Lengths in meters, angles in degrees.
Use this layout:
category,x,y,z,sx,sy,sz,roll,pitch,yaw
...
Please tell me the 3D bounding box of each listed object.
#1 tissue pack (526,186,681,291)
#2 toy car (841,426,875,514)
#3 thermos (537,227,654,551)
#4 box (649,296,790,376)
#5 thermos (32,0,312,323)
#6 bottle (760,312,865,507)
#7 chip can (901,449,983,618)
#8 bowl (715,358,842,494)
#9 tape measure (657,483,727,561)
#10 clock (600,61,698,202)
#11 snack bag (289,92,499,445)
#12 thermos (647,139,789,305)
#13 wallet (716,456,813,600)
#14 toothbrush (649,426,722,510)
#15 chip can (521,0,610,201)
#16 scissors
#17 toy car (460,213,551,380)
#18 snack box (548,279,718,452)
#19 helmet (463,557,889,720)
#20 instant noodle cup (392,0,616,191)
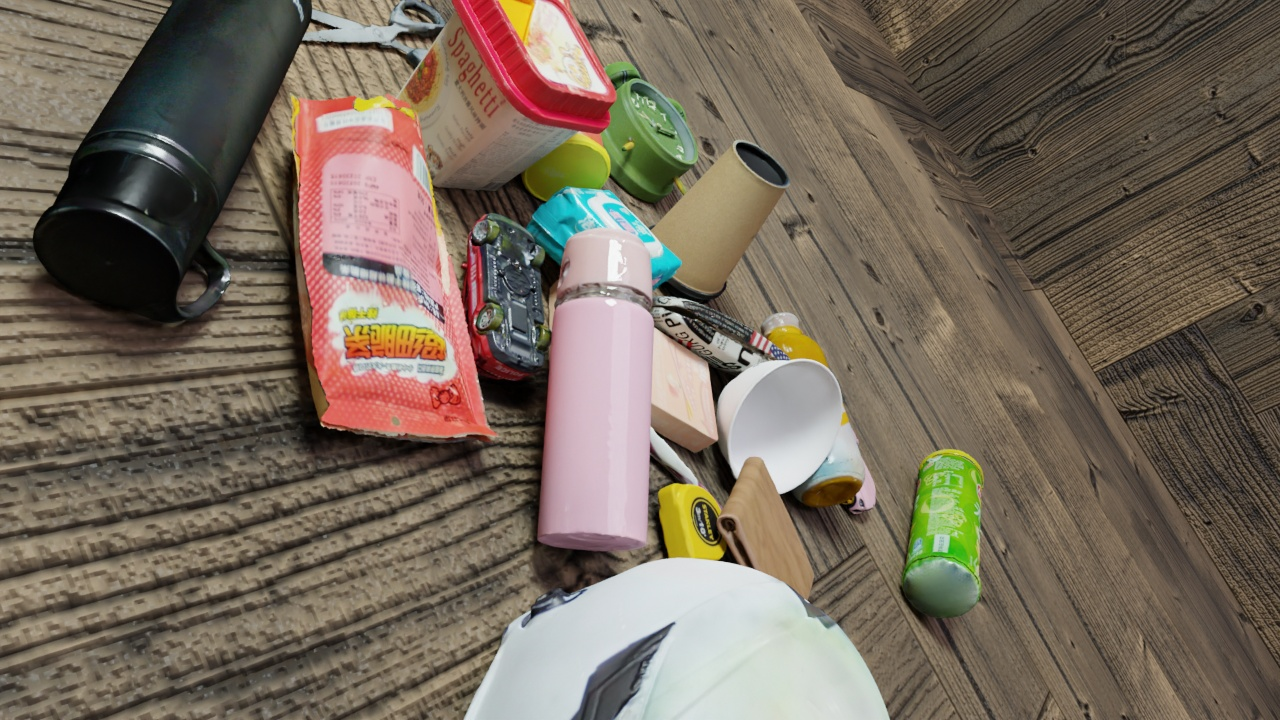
category,x,y,z,sx,sy,sz,roll,pitch,yaw
tissue pack,-0.024,-0.090,0.713,0.093,0.050,0.133,45,17,4
toy car,0.195,0.090,0.895,0.056,0.037,0.122,-18,77,-57
thermos,-0.029,0.018,0.580,0.067,0.087,0.198,10,67,-22
box,0.064,-0.013,0.786,0.164,0.051,0.068,24,2,-36
thermos,-0.231,-0.124,0.485,0.090,0.068,0.242,72,13,-48
bottle,0.151,0.040,0.848,0.068,0.068,0.189,24,42,-41
chip can,0.315,0.174,0.947,0.072,0.073,0.220,52,31,-7
bowl,0.103,0.045,0.764,0.118,0.118,0.065,30,1,-36
tape measure,0.035,0.118,0.648,0.057,0.029,0.060,16,55,-49
clock,0.002,-0.231,0.909,0.116,0.056,0.161,30,39,-38
snack bag,-0.147,-0.052,0.528,0.128,0.073,0.207,21,49,-55
thermos,0.067,-0.123,0.826,0.093,0.144,0.092,26,36,-21
wallet,0.097,0.141,0.686,0.115,0.020,0.101,62,25,-10
toothbrush,0.043,0.103,0.690,0.187,0.016,0.017,48,41,-14
chip can,-0.079,-0.235,0.787,0.073,0.073,0.216,23,42,-43
scissors,-0.191,-0.242,0.691,0.163,0.014,0.164,37,36,-27
toy car,-0.093,-0.042,0.606,0.053,0.045,0.120,27,47,-41
snack box,-0.004,0.004,0.705,0.157,0.026,0.084,32,38,-34
helmet,0.041,0.203,0.461,0.258,0.146,0.229,0,60,-54
instant noodle cup,-0.102,-0.188,0.655,0.116,0.124,0.116,-12,70,-58
